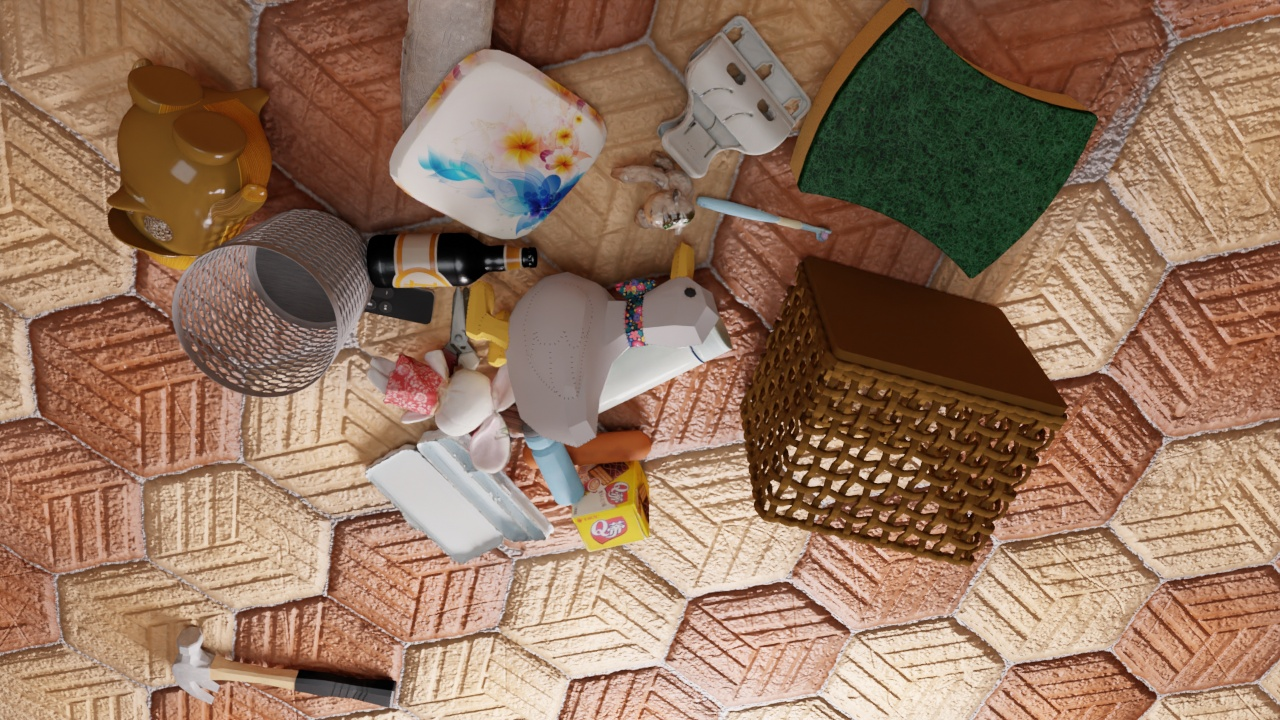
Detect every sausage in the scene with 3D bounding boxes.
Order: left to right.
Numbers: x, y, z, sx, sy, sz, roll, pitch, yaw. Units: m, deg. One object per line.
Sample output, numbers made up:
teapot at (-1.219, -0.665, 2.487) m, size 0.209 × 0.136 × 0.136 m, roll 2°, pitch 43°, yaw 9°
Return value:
sausage at (-0.068, 0.112, 1.161) m, size 0.164 × 0.044 × 0.039 m, roll -5°, pitch 86°, yaw 4°

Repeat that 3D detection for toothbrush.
toothbrush at (0.135, -0.157, 1.009) m, size 0.155 × 0.016 × 0.022 m, roll 14°, pitch 158°, yaw -8°

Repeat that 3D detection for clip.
clip at (0.086, -0.254, 0.928) m, size 0.144 × 0.074 × 0.124 m, roll -41°, pitch 111°, yaw 11°

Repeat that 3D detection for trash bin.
trash bin at (-0.370, -0.070, 0.962) m, size 0.156 × 0.183 × 0.157 m, roll 0°, pitch 113°, yaw -1°

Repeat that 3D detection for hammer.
hammer at (-0.541, 0.487, 1.404) m, size 0.328 × 0.039 × 0.131 m, roll 11°, pitch 122°, yaw -6°

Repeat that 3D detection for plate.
plate at (-0.142, -0.209, 0.938) m, size 0.186 × 0.016 × 0.187 m, roll 25°, pitch 121°, yaw -40°

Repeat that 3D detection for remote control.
remote control at (-0.314, -0.076, 1.069) m, size 0.146 × 0.008 × 0.045 m, roll 12°, pitch 121°, yaw -6°

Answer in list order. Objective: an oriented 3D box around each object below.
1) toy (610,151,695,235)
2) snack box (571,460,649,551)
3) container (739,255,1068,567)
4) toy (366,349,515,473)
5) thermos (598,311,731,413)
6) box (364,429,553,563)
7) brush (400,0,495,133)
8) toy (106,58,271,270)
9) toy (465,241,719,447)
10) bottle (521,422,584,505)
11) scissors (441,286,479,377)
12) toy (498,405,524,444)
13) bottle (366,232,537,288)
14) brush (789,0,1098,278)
toy at (0.024, -0.161, 0.960) m, size 0.074 × 0.106 × 0.085 m, roll -22°, pitch 129°, yaw -10°
snack box at (-0.036, 0.179, 1.165) m, size 0.084 × 0.105 × 0.061 m, roll -15°, pitch 120°, yaw 10°
container at (0.271, 0.052, 1.015) m, size 0.251 × 0.219 × 0.215 m, roll 14°, pitch 121°, yaw -8°
toy at (-0.226, 0.043, 1.080) m, size 0.194 × 0.084 × 0.159 m, roll 16°, pitch 96°, yaw -15°
thermos at (-0.006, 0.006, 1.082) m, size 0.230 × 0.067 × 0.068 m, roll -26°, pitch 118°, yaw 17°
box at (-0.236, 0.180, 1.208) m, size 0.193 × 0.061 × 0.210 m, roll -21°, pitch 120°, yaw 35°
brush at (-0.183, -0.325, 0.885) m, size 0.083 × 0.056 × 0.272 m, roll 8°, pitch 123°, yaw -10°
toy at (-0.465, -0.179, 0.931) m, size 0.198 × 0.162 × 0.204 m, roll 45°, pitch 129°, yaw 10°
toy at (-0.053, -0.023, 1.002) m, size 0.268 × 0.246 × 0.141 m, roll 5°, pitch 156°, yaw 14°
bottle at (-0.108, 0.117, 1.116) m, size 0.040 × 0.040 × 0.130 m, roll -16°, pitch 118°, yaw 11°
scissors at (-0.226, 0.001, 1.112) m, size 0.146 × 0.015 × 0.188 m, roll -22°, pitch 117°, yaw 14°
toy at (-0.154, 0.078, 1.144) m, size 0.102 × 0.041 × 0.055 m, roll 13°, pitch 99°, yaw 2°
bottle at (-0.205, -0.112, 1.016) m, size 0.181 × 0.059 × 0.059 m, roll -1°, pitch 122°, yaw 2°
brush at (0.300, -0.220, 0.931) m, size 0.250 × 0.075 × 0.195 m, roll 24°, pitch 119°, yaw -13°
